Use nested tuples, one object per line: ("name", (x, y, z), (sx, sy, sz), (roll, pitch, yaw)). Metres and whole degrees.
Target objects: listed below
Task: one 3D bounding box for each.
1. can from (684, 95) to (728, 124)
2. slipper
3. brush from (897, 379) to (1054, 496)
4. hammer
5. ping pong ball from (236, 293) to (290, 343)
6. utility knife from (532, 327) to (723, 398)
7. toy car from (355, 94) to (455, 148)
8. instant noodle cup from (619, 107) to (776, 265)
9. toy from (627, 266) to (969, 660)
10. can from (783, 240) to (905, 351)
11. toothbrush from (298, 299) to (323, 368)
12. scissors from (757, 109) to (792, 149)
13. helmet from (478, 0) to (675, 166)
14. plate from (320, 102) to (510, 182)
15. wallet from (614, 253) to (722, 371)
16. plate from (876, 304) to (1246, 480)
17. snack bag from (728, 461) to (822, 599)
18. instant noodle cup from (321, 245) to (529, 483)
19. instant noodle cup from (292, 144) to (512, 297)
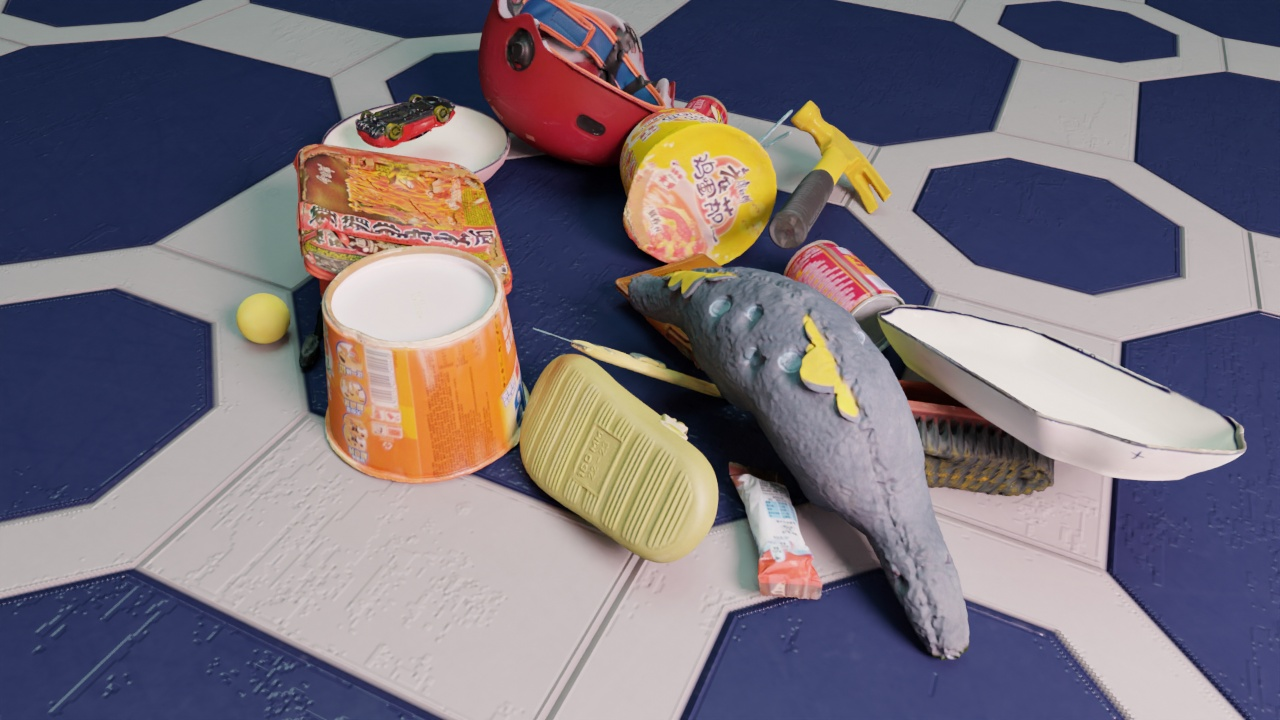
("can", (0.055, -0.241, 1.004), (0.053, 0.053, 0.132), (14, 40, 12))
("slipper", (-0.009, 0.068, 0.610), (0.081, 0.092, 0.190), (24, 8, -44))
("brush", (0.223, 0.051, 0.649), (0.146, 0.063, 0.069), (7, 52, 2))
("hammer", (0.167, -0.164, 0.855), (0.129, 0.033, 0.299), (44, 32, -2))
("ping pong ball", (-0.301, -0.034, 0.732), (0.040, 0.040, 0.040), (2, 39, -2))
("utility knife", (-0.004, 0.004, 0.659), (0.190, 0.020, 0.031), (13, 4, -39))
("toy car", (-0.238, -0.245, 0.941), (0.049, 0.031, 0.106), (30, 48, 29))
("instant noodle cup", (0.044, -0.170, 0.860), (0.138, 0.138, 0.109), (-7, 32, -12))
("toy", (0.103, 0.025, 0.598), (0.091, 0.138, 0.356), (-18, 55, -30))
("can", (0.168, -0.053, 0.769), (0.066, 0.067, 0.093), (-14, 42, -20))
("toothbrush", (-0.264, -0.055, 0.783), (0.014, 0.016, 0.189), (7, 37, -8))
("scissors", (0.107, -0.206, 0.944), (0.134, 0.017, 0.130), (-15, 36, 56))
("helmet", (-0.074, -0.281, 0.970), (0.206, 0.144, 0.240), (6, 43, -45))
("plate", (-0.233, -0.214, 0.962), (0.192, 0.039, 0.192), (2, 39, -2))
("wallet", (0.050, -0.039, 0.776), (0.118, 0.035, 0.130), (-17, 43, -33))
("plate", (0.272, 0.018, 0.631), (0.162, 0.034, 0.265), (4, 19, -21))
("snack bag", (0.086, 0.108, 0.596), (0.048, 0.026, 0.104), (12, 34, -21))
("instant noodle cup", (-0.154, -0.004, 0.650), (0.151, 0.112, 0.151), (2, 39, -2))
("instant noodle cup", (-0.205, -0.103, 0.769), (0.164, 0.079, 0.188), (5, 42, -26))
